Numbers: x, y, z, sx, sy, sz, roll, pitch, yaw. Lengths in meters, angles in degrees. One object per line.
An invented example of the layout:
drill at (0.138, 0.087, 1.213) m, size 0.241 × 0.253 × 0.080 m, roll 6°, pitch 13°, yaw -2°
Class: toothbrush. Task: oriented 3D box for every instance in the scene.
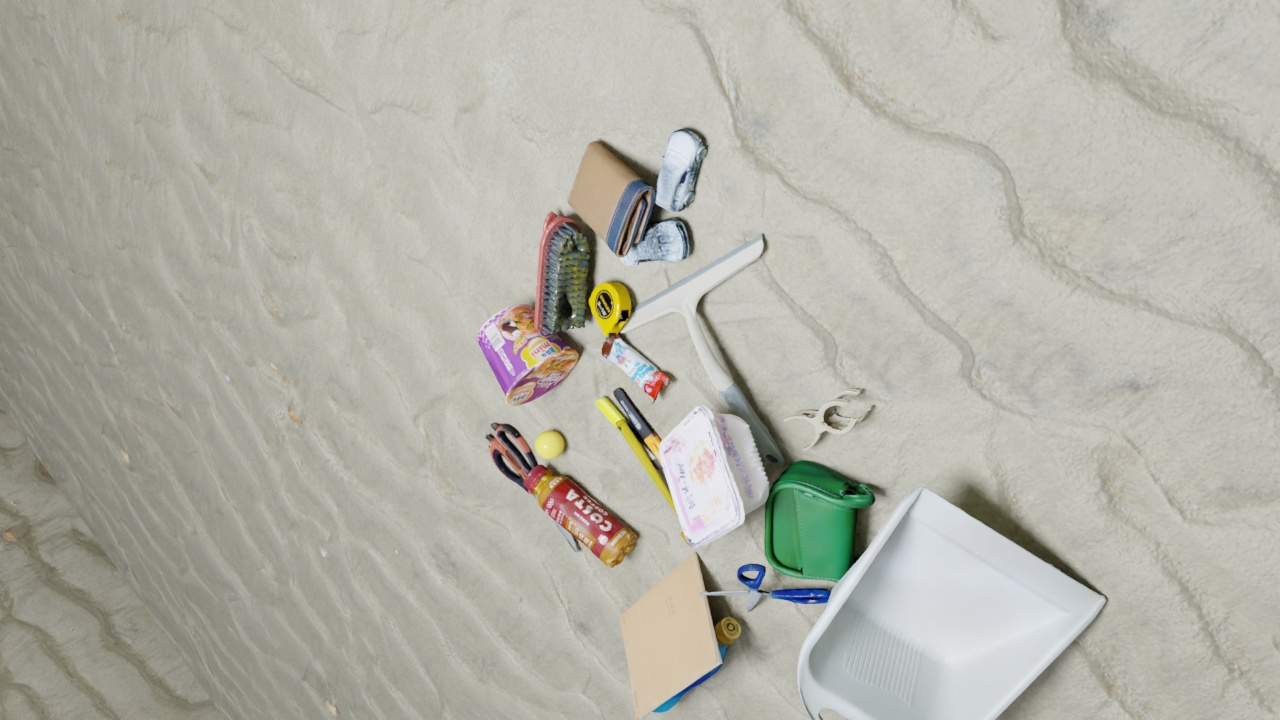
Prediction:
toothbrush at (0.021, 0.158, 1.177) m, size 0.016 × 0.016 × 0.190 m, roll -26°, pitch 99°, yaw 43°

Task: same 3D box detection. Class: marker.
marker at (-0.012, 0.094, 1.187) m, size 0.124 × 0.015 × 0.018 m, roll 47°, pitch 133°, yaw 7°
marker at (0.003, 0.087, 1.170) m, size 0.018 × 0.015 × 0.124 m, roll -40°, pitch 81°, yaw 37°

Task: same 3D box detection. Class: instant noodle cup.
instant noodle cup at (0.087, 0.132, 1.052) m, size 0.174 × 0.060 × 0.138 m, roll 124°, pitch 131°, yaw -64°
instant noodle cup at (-0.152, -0.012, 1.191) m, size 0.099 × 0.111 × 0.112 m, roll 54°, pitch 133°, yaw 18°

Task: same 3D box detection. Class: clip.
clip at (0.202, 0.065, 0.990) m, size 0.101 × 0.034 × 0.076 m, roll -32°, pitch 91°, yaw 48°

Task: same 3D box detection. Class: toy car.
toy car at (0.040, -0.204, 0.989) m, size 0.043 × 0.034 × 0.091 m, roll 35°, pitch 127°, yaw 25°
toy car at (0.009, -0.134, 1.048) m, size 0.106 × 0.031 × 0.049 m, roll 1°, pitch 109°, yaw 40°

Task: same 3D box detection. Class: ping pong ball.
ping pong ball at (-0.126, 0.117, 1.269) m, size 0.040 × 0.040 × 0.040 m, roll 17°, pitch 121°, yaw 32°

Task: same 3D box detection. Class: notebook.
notebook at (0.035, 0.371, 1.229) m, size 0.212 × 0.012 × 0.149 m, roll -51°, pitch 40°, yaw 41°

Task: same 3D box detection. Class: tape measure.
tape measure at (-0.034, -0.067, 1.113) m, size 0.057 × 0.028 × 0.060 m, roll -52°, pitch 57°, yaw 40°

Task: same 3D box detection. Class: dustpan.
dustpan at (0.287, 0.295, 0.928) m, size 0.222 × 0.142 × 0.259 m, roll 31°, pitch 135°, yaw -2°

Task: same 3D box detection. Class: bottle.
bottle at (-0.087, 0.211, 1.272) m, size 0.175 × 0.057 × 0.058 m, roll 37°, pitch 129°, yaw 19°
bottle at (0.067, 0.408, 1.240) m, size 0.065 × 0.065 × 0.219 m, roll 47°, pitch 131°, yaw 11°

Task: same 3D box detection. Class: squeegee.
squeegee at (0.096, 0.019, 1.047) m, size 0.247 × 0.039 × 0.246 m, roll -26°, pitch 94°, yaw 43°

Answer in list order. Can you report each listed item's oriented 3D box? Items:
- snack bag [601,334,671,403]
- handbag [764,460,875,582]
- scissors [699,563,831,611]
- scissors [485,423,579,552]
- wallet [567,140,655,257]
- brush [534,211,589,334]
snack bag at (-0.007, 0.007, 1.131) m, size 0.105 × 0.026 × 0.045 m, roll 42°, pitch 135°, yaw 18°
handbag at (0.202, 0.184, 1.030) m, size 0.120 × 0.067 × 0.131 m, roll 11°, pitch 116°, yaw 26°
scissors at (0.147, 0.278, 1.107) m, size 0.176 × 0.012 × 0.162 m, roll -3°, pitch 147°, yaw 22°
scissors at (-0.160, 0.195, 1.352) m, size 0.177 × 0.015 × 0.210 m, roll 8°, pitch 115°, yaw 34°
wallet at (-0.035, -0.183, 1.037) m, size 0.115 × 0.033 × 0.090 m, roll 47°, pitch 128°, yaw 35°
brush at (-0.101, -0.109, 1.129) m, size 0.069 × 0.063 × 0.146 m, roll 39°, pitch 132°, yaw 45°
